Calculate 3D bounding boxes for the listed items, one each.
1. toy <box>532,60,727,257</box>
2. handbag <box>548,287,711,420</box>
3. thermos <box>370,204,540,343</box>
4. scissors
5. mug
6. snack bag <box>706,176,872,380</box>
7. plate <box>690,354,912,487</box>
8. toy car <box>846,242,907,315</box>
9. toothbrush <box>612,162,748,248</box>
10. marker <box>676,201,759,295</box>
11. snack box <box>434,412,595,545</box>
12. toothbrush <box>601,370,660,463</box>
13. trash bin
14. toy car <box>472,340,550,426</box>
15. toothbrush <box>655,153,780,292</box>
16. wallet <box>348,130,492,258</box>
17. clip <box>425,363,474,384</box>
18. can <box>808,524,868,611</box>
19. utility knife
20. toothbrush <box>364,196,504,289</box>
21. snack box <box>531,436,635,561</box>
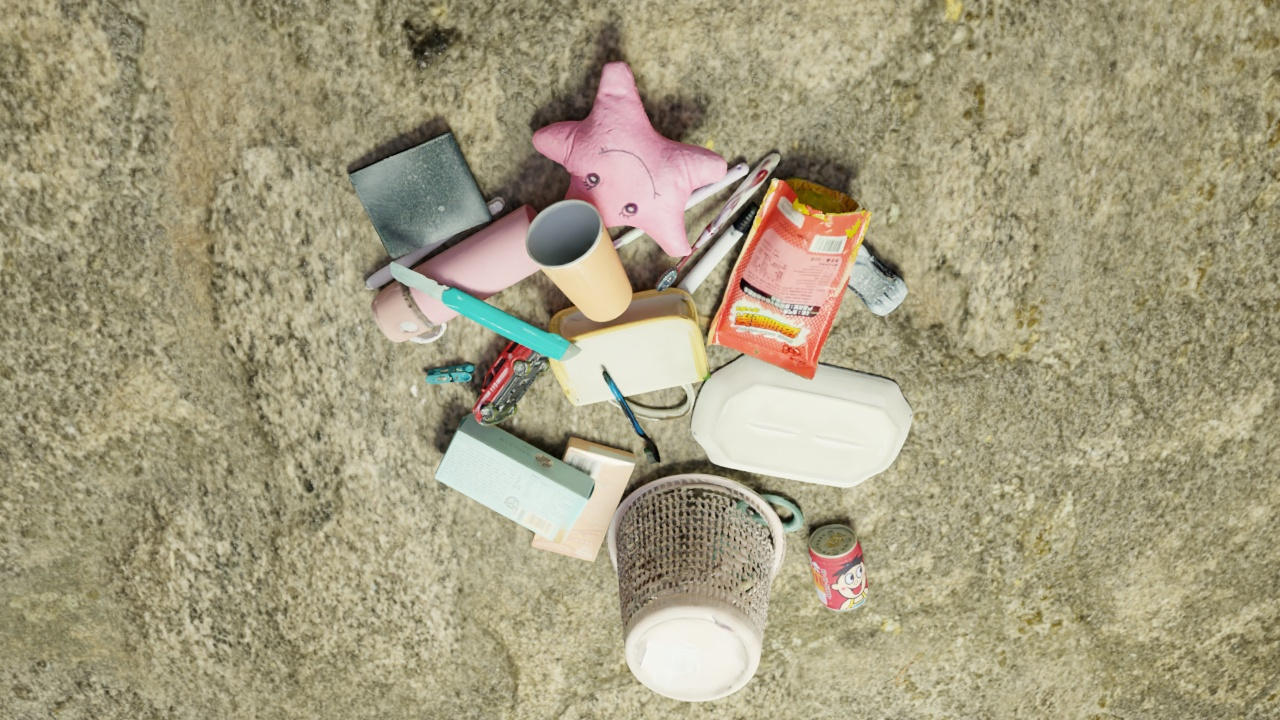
[{"bbox_3d":[-0.015,-0.175,0.909,0.194,0.074,0.179,42,120,-14],"label":"toy"},{"bbox_3d":[-0.006,0.006,1.025,0.163,0.063,0.179,-12,135,6],"label":"handbag"},{"bbox_3d":[-0.181,-0.081,0.962,0.199,0.067,0.087,-29,139,12],"label":"thermos"},{"bbox_3d":[0.127,0.203,1.159,0.177,0.019,0.169,39,111,-18],"label":"scissors"},{"bbox_3d":[-0.054,-0.093,0.914,0.078,0.078,0.123,-22,148,8],"label":"mug"},{"bbox_3d":[0.158,-0.083,0.978,0.128,0.073,0.208,18,122,3],"label":"snack bag"},{"bbox_3d":[0.194,0.081,1.085,0.265,0.034,0.162,12,117,-10],"label":"plate"},{"bbox_3d":[0.244,-0.091,0.997,0.105,0.031,0.049,36,109,-18],"label":"toy car"},{"bbox_3d":[0.028,-0.155,0.956,0.189,0.029,0.021,-29,158,11],"label":"toothbrush"},{"bbox_3d":[0.084,-0.115,0.982,0.022,0.018,0.131,30,113,-28],"label":"marker"},{"bbox_3d":[-0.146,0.138,1.069,0.175,0.051,0.074,29,113,-4],"label":"snack box"},{"bbox_3d":[-0.011,0.068,1.045,0.016,0.014,0.189,-10,141,17],"label":"toothbrush"},{"bbox_3d":[0.062,0.279,1.083,0.227,0.191,0.228,2,121,4],"label":"trash bin"},{"bbox_3d":[-0.145,0.021,1.024,0.045,0.052,0.121,42,109,19],"label":"toy car"},{"bbox_3d":[0.079,-0.142,0.949,0.016,0.017,0.188,41,98,-9],"label":"toothbrush"},{"bbox_3d":[-0.223,-0.165,0.928,0.121,0.019,0.097,-19,110,13],"label":"wallet"},{"bbox_3d":[-0.215,0.016,1.035,0.057,0.048,0.015,-6,120,5],"label":"clip"},{"bbox_3d":[0.252,0.263,1.170,0.066,0.066,0.094,-14,118,4],"label":"can"},{"bbox_3d":[-0.157,-0.049,0.930,0.209,0.013,0.029,26,116,-13],"label":"utility knife"},{"bbox_3d":[-0.218,-0.120,0.962,0.180,0.016,0.016,-29,114,12],"label":"toothbrush"},{"bbox_3d":[-0.071,0.172,1.124,0.084,0.026,0.157,17,116,-11],"label":"snack box"}]
